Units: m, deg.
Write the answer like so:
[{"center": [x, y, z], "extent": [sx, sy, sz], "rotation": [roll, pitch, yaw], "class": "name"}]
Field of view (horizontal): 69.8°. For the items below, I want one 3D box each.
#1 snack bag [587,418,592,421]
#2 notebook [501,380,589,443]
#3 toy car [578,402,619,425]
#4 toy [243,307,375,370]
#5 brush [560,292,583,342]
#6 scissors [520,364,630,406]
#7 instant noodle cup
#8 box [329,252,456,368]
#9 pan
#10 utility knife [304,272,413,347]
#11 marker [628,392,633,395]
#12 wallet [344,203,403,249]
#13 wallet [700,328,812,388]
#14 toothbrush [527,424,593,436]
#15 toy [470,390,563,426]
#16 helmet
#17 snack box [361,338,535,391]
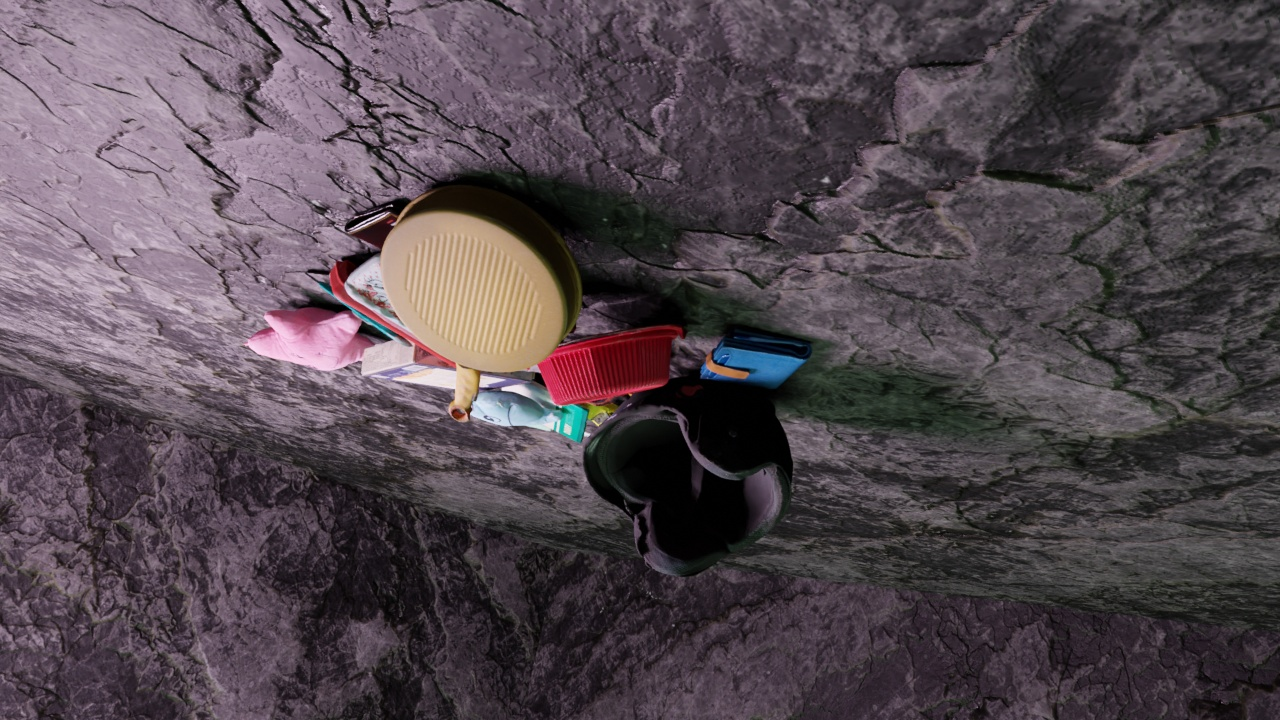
[{"center": [-0.089, 0.081, 1.482], "extent": [0.104, 0.026, 0.048], "rotation": [13, 162, -6], "class": "snack bag"}, {"center": [-0.154, 0.073, 1.464], "extent": [0.150, 0.012, 0.209], "rotation": [27, 161, 2], "class": "notebook"}, {"center": [-0.056, 0.086, 1.434], "extent": [0.105, 0.032, 0.048], "rotation": [29, 136, -24], "class": "toy car"}, {"center": [-0.471, -0.027, 1.313], "extent": [0.178, 0.074, 0.195], "rotation": [-2, 161, -6], "class": "toy"}, {"center": [-0.138, -0.070, 0.992], "extent": [0.145, 0.063, 0.069], "rotation": [14, 128, -22], "class": "brush"}, {"center": [-0.113, 0.018, 1.184], "extent": [0.207, 0.192, 0.015], "rotation": [-37, 176, 20], "class": "scissors"}, {"center": [-0.037, 0.009, 1.044], "extent": [0.194, 0.066, 0.194], "rotation": [-12, 176, -1], "class": "instant noodle cup"}, {"center": [-0.263, -0.053, 1.089], "extent": [0.201, 0.073, 0.155], "rotation": [35, 161, -34], "class": "box"}, {"center": [-0.173, -0.030, 0.951], "extent": [0.198, 0.078, 0.358], "rotation": [23, 133, 0], "class": "pan"}, {"center": [-0.350, -0.064, 1.126], "extent": [0.179, 0.013, 0.029], "rotation": [33, -179, 17], "class": "utility knife"}, {"center": [0.022, 0.060, 1.364], "extent": [0.123, 0.015, 0.018], "rotation": [24, 164, -40], "class": "marker"}, {"center": [-0.235, -0.125, 0.964], "extent": [0.097, 0.020, 0.122], "rotation": [-6, 157, 44], "class": "wallet"}, {"center": [0.132, 0.002, 1.083], "extent": [0.106, 0.040, 0.133], "rotation": [9, 162, -5], "class": "wallet"}, {"center": [-0.186, 0.106, 1.622], "extent": [0.224, 0.026, 0.027], "rotation": [13, 141, -3], "class": "toothbrush"}, {"center": [-0.192, 0.075, 1.380], "extent": [0.161, 0.049, 0.156], "rotation": [5, 166, -11], "class": "toy"}, {"center": [0.068, 0.130, 1.208], "extent": [0.275, 0.229, 0.234], "rotation": [22, 126, 2], "class": "helmet"}, {"center": [-0.272, 0.007, 1.292], "extent": [0.182, 0.045, 0.178], "rotation": [10, 167, -37], "class": "snack box"}]
